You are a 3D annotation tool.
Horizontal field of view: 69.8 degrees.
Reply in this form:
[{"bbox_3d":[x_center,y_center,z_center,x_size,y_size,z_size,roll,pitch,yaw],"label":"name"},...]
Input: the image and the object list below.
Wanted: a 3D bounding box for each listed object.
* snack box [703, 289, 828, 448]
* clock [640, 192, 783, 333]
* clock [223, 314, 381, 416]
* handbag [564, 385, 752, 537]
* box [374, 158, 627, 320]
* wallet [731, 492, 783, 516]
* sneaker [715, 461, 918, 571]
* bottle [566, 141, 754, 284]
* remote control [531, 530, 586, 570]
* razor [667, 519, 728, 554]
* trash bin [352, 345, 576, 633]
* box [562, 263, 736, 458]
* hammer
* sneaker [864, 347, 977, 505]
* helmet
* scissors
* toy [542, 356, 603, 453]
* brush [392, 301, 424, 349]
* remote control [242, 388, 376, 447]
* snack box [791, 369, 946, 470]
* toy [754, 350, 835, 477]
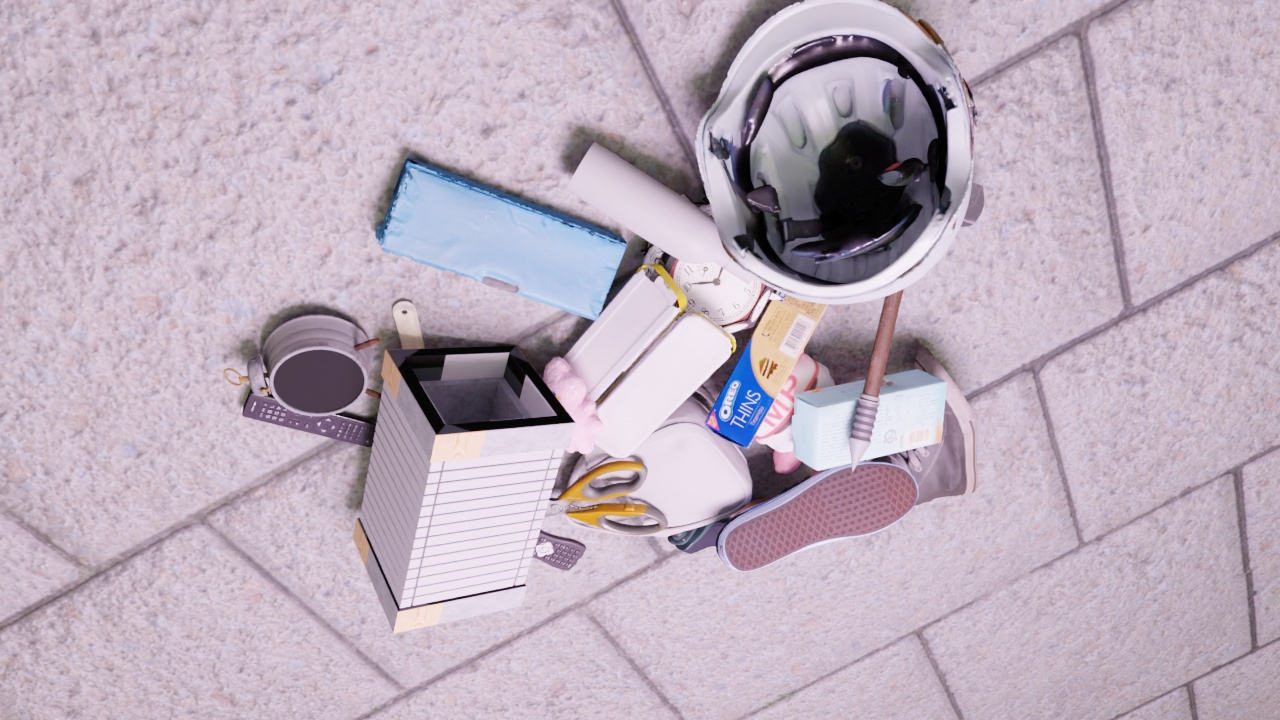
[{"bbox_3d":[0.138,-0.009,0.974,0.057,0.056,0.207,29,95,6],"label":"snack box"},{"bbox_3d":[0.066,-0.099,0.937,0.115,0.065,0.154,-39,95,12],"label":"clock"},{"bbox_3d":[-0.331,0.008,0.904,0.147,0.056,0.104,-7,133,-16],"label":"clock"},{"bbox_3d":[-0.001,0.130,1.079,0.223,0.095,0.216,-26,125,18],"label":"handbag"},{"bbox_3d":[-0.129,-0.112,0.885,0.231,0.048,0.093,18,115,-25],"label":"box"},{"bbox_3d":[0.182,0.191,1.154,0.087,0.013,0.121,31,142,-30],"label":"wallet"},{"bbox_3d":[0.198,0.176,1.074,0.241,0.098,0.083,-19,89,-6],"label":"sneaker"},{"bbox_3d":[0.026,-0.132,0.870,0.195,0.052,0.053,31,112,-7],"label":"bottle"},{"bbox_3d":[-0.127,0.228,1.133,0.124,0.009,0.046,26,113,-28],"label":"remote control"},{"bbox_3d":[0.101,0.225,1.175,0.142,0.047,0.052,13,94,-25],"label":"razor"},{"bbox_3d":[-0.189,0.129,0.945,0.142,0.142,0.247,-3,124,-34],"label":"trash bin"},{"bbox_3d":[-0.007,0.007,0.946,0.129,0.038,0.210,44,123,2],"label":"box"},{"bbox_3d":[0.257,-0.045,0.951,0.156,0.043,0.322,13,91,-22],"label":"hammer"},{"bbox_3d":[0.336,0.093,1.123,0.120,0.095,0.235,-20,132,-1],"label":"sneaker"},{"bbox_3d":[0.185,-0.180,0.837,0.237,0.264,0.163,-11,172,22],"label":"helmet"},{"bbox_3d":[-0.081,0.157,1.052,0.226,0.016,0.162,3,133,6],"label":"scissors"},{"bbox_3d":[-0.079,0.057,0.954,0.050,0.093,0.103,-13,138,-47],"label":"toy"},{"bbox_3d":[-0.230,0.031,0.975,0.033,0.012,0.218,-10,124,-7],"label":"brush"},{"bbox_3d":[-0.342,0.060,0.961,0.136,0.015,0.032,19,116,-28],"label":"remote control"},{"bbox_3d":[0.252,0.063,1.010,0.174,0.053,0.075,-10,112,-22],"label":"snack box"},{"bbox_3d":[0.190,0.066,1.067,0.213,0.084,0.142,32,108,-32],"label":"toy"}]
